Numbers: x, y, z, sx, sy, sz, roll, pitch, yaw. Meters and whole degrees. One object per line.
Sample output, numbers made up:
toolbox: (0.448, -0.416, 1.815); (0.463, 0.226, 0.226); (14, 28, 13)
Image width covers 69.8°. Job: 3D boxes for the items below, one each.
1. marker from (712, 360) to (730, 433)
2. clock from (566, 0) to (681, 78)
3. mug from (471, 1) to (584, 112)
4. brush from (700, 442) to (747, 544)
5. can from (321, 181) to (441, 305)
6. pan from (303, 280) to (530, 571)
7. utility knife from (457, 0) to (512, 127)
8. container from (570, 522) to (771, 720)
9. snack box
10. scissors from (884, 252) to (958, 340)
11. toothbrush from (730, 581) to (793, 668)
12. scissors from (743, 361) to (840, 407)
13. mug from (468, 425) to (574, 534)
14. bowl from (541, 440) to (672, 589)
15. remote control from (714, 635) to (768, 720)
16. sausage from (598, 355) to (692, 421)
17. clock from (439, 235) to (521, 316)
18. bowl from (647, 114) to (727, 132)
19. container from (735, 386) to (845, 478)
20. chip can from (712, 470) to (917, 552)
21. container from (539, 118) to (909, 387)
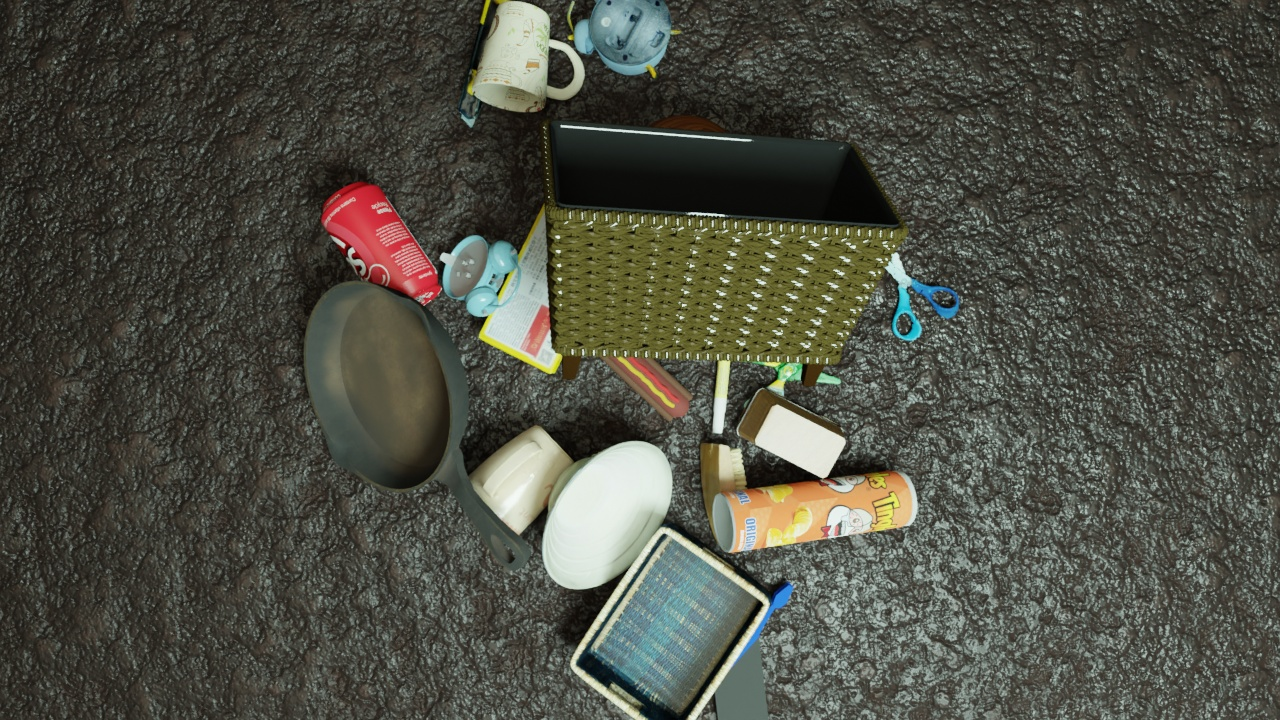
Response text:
marker: (0.093, 0.016, 1.034); (0.014, 0.014, 0.132); (5, 90, 1)
clock: (-0.022, -0.370, 1.018); (0.124, 0.051, 0.089); (28, 92, 1)
mug: (-0.118, -0.331, 1.015); (0.122, 0.081, 0.097); (11, 85, -22)
brush: (0.096, 0.148, 1.018); (0.039, 0.049, 0.117); (-7, 89, -22)
can: (-0.285, -0.122, 1.009); (0.074, 0.074, 0.142); (-34, 89, 0)
pan: (-0.224, 0.071, 0.956); (0.356, 0.043, 0.249); (47, 125, 14)
utility knife: (-0.176, -0.347, 1.037); (0.029, 0.020, 0.171); (15, 91, 2)
container: (0.034, 0.291, 0.997); (0.145, 0.071, 0.187); (34, 90, 10)
snack box: (-0.095, -0.094, 1.023); (0.092, 0.042, 0.200); (26, 91, 1)
scissors: (0.307, -0.095, 1.035); (0.086, 0.015, 0.135); (-21, 85, 5)
toothbrush: (0.110, 0.323, 1.019); (0.016, 0.011, 0.186); (38, 89, 2)
scissors: (0.164, 0.020, 1.035); (0.128, 0.012, 0.119); (13, 92, 0)
mug: (-0.130, 0.123, 0.990); (0.104, 0.111, 0.085); (-44, 75, -8)
bowl: (-0.049, 0.156, 0.992); (0.058, 0.176, 0.176); (30, 90, 41)
remote control: (0.109, 0.355, 1.034); (0.058, 0.013, 0.133); (-6, 90, 1)
sausage: (-0.006, 0.006, 1.023); (0.155, 0.040, 0.040); (43, 90, 1)
clock: (-0.171, -0.093, 0.996); (0.123, 0.042, 0.087); (25, 90, 44)
bowl: (0.057, -0.202, 0.989); (0.147, 0.069, 0.147); (1, 84, -14)
container: (0.168, 0.082, 1.003); (0.114, 0.061, 0.063); (27, 96, -6)
chip can: (0.186, 0.160, 0.981); (0.210, 0.062, 0.062); (-5, 90, -15)
container: (0.058, -0.096, 0.906); (0.321, 0.176, 0.205); (2, 130, -10)
